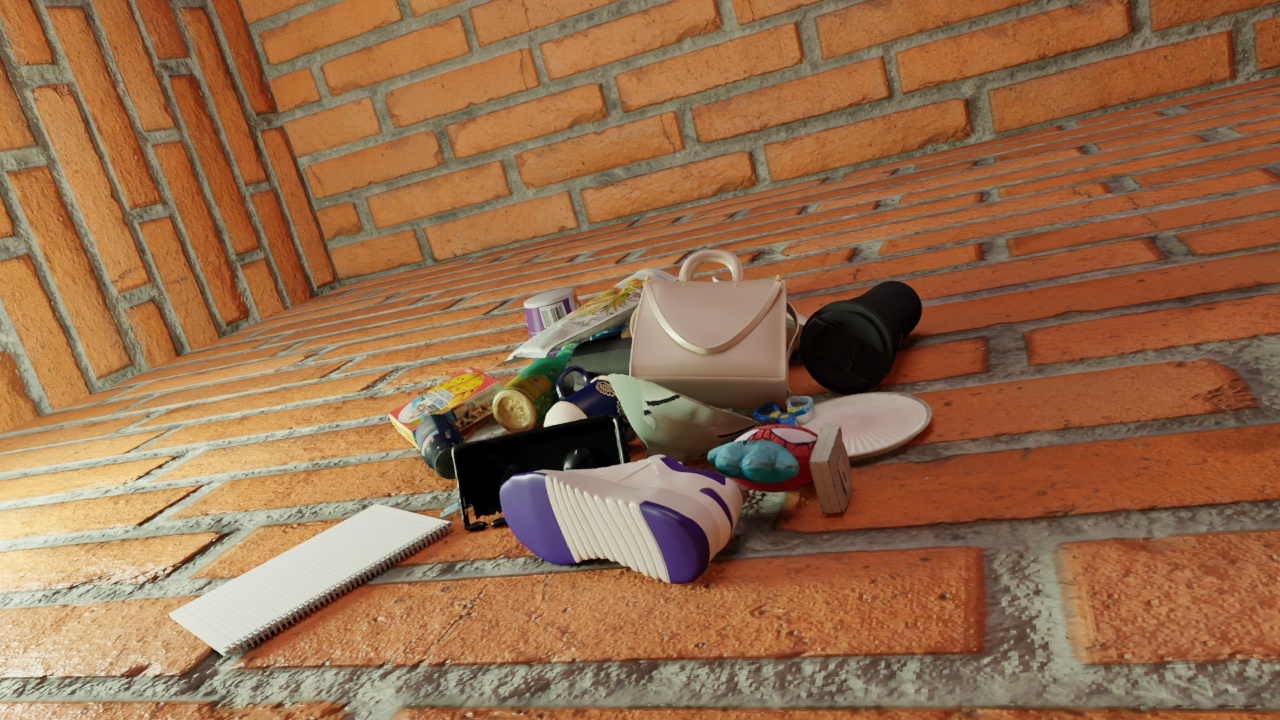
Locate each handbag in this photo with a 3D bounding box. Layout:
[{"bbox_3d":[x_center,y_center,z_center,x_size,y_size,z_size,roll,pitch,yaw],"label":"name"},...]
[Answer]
[{"bbox_3d":[-0.006,0.007,1.189,0.198,0.102,0.198,-9,16,24],"label":"handbag"},{"bbox_3d":[0.086,-0.047,1.071,0.195,0.101,0.197,1,62,10],"label":"handbag"}]

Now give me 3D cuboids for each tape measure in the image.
[{"bbox_3d":[0.165,0.095,0.784,0.020,0.062,0.060,-8,22,26],"label":"tape measure"}]

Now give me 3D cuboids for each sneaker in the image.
[{"bbox_3d":[-0.016,0.124,0.816,0.245,0.092,0.110,3,23,40],"label":"sneaker"}]

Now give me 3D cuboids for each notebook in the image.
[{"bbox_3d":[-0.337,0.216,0.947,0.244,0.013,0.178,-28,17,-38],"label":"notebook"}]

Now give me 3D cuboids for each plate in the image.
[{"bbox_3d":[0.213,0.068,0.922,0.157,0.014,0.156,-15,15,4],"label":"plate"}]

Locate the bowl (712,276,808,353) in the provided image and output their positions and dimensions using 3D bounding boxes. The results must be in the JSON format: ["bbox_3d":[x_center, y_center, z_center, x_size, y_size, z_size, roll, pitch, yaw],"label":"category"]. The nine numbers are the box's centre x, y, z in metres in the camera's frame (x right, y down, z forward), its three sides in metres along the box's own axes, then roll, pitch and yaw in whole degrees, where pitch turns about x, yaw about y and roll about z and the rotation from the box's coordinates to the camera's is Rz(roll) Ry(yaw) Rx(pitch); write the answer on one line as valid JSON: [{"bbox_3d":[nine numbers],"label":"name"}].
[{"bbox_3d":[0.165,-0.049,1.229,0.176,0.058,0.176,25,11,-6],"label":"bowl"}]

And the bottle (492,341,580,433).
[{"bbox_3d":[-0.130,0.029,1.288,0.068,0.068,0.209,-8,18,25],"label":"bottle"}]

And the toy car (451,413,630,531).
[{"bbox_3d":[-0.092,0.117,0.955,0.192,0.094,0.071,-13,-10,14],"label":"toy car"}]

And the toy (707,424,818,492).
[{"bbox_3d":[0.114,0.088,0.820,0.092,0.062,0.132,-13,-11,31],"label":"toy"}]

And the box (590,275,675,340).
[{"bbox_3d":[-0.004,-0.051,1.447,0.086,0.092,0.242,-30,4,36],"label":"box"}]

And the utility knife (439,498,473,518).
[{"bbox_3d":[-0.148,0.135,1.038,0.187,0.020,0.029,-27,17,-32],"label":"utility knife"}]

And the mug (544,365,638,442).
[{"bbox_3d":[-0.067,0.064,1.039,0.089,0.112,0.086,-31,-3,-37],"label":"mug"}]

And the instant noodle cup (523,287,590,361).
[{"bbox_3d":[-0.123,-0.049,1.468,0.136,0.122,0.122,-20,16,-18],"label":"instant noodle cup"}]

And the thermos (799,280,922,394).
[{"bbox_3d":[0.274,-0.039,1.095,0.106,0.106,0.218,-6,13,32],"label":"thermos"}]

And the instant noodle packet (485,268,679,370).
[{"bbox_3d":[-0.072,-0.054,1.223,0.268,0.057,0.147,-30,8,-39],"label":"instant noodle packet"}]

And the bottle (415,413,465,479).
[{"bbox_3d":[-0.249,0.109,1.155,0.056,0.056,0.161,-20,15,-15],"label":"bottle"}]

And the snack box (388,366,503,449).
[{"bbox_3d":[-0.278,0.068,1.326,0.144,0.040,0.143,-31,21,-20],"label":"snack box"}]

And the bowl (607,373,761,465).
[{"bbox_3d":[0.036,0.073,0.961,0.174,0.068,0.174,19,-7,2],"label":"bowl"}]

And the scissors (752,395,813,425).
[{"bbox_3d":[0.146,0.063,0.952,0.070,0.022,0.130,-11,19,11],"label":"scissors"}]
